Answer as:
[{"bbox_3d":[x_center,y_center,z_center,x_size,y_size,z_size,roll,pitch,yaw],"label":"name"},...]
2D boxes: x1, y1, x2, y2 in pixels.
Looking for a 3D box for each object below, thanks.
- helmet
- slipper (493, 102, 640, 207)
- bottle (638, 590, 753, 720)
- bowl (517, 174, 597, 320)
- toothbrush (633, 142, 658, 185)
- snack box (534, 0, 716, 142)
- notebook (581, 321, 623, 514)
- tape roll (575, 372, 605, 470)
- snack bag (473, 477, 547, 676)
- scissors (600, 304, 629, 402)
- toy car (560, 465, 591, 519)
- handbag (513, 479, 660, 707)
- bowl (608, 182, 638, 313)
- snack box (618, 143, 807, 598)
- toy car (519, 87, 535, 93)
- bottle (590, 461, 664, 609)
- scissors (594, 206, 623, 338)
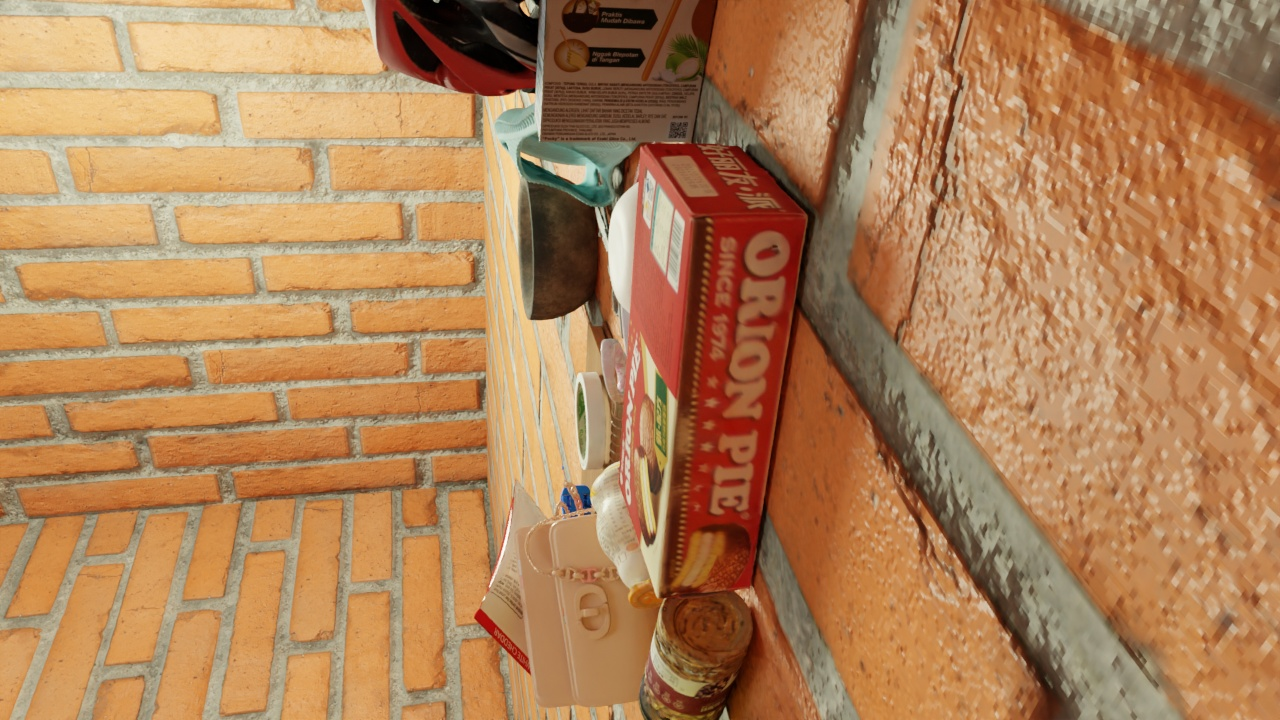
[{"bbox_3d":[-0.082,-0.295,0.636,0.271,0.167,0.218,-46,-33,-52],"label":"helmet"},{"bbox_3d":[-0.069,-0.182,0.807,0.276,0.116,0.069,-157,82,-71],"label":"slipper"},{"bbox_3d":[0.032,0.186,0.565,0.056,0.056,0.105,-105,18,-44],"label":"bottle"},{"bbox_3d":[-0.092,-0.125,1.009,0.162,0.070,0.162,176,91,-77],"label":"bowl"},{"bbox_3d":[0.002,-0.156,0.716,0.185,0.015,0.015,115,156,-68],"label":"toothbrush"},{"bbox_3d":[-0.007,-0.219,0.543,0.031,0.101,0.186,-105,18,-44],"label":"snack box"},{"bbox_3d":[-0.036,0.090,0.921,0.169,0.022,0.211,-113,23,-58],"label":"notebook"},{"bbox_3d":[-0.049,0.057,0.876,0.094,0.018,0.094,177,91,-79],"label":"tape roll"},{"bbox_3d":[-0.099,0.203,0.840,0.143,0.039,0.131,-79,-30,-43],"label":"snack bag"},{"bbox_3d":[-0.011,0.001,0.692,0.174,0.013,0.170,-45,-46,-79],"label":"scissors"},{"bbox_3d":[-0.073,0.158,0.964,0.062,0.033,0.092,169,100,-73],"label":"toy car"},{"bbox_3d":[-0.020,0.198,0.818,0.187,0.117,0.198,18,-119,-70],"label":"handbag"},{"bbox_3d":[0.008,-0.074,0.624,0.115,0.050,0.114,176,91,-77],"label":"bowl"},{"bbox_3d":[0.031,0.008,0.518,0.113,0.060,0.237,-114,25,-58],"label":"snack box"},{"bbox_3d":[-0.056,-0.233,0.776,0.040,0.092,0.037,-150,64,-75],"label":"toy car"},{"bbox_3d":[-0.001,0.129,0.684,0.063,0.063,0.108,100,161,-46],"label":"bottle"},{"bbox_3d":[-0.030,-0.099,0.869,0.159,0.014,0.121,-123,32,-60],"label":"scissors"}]
